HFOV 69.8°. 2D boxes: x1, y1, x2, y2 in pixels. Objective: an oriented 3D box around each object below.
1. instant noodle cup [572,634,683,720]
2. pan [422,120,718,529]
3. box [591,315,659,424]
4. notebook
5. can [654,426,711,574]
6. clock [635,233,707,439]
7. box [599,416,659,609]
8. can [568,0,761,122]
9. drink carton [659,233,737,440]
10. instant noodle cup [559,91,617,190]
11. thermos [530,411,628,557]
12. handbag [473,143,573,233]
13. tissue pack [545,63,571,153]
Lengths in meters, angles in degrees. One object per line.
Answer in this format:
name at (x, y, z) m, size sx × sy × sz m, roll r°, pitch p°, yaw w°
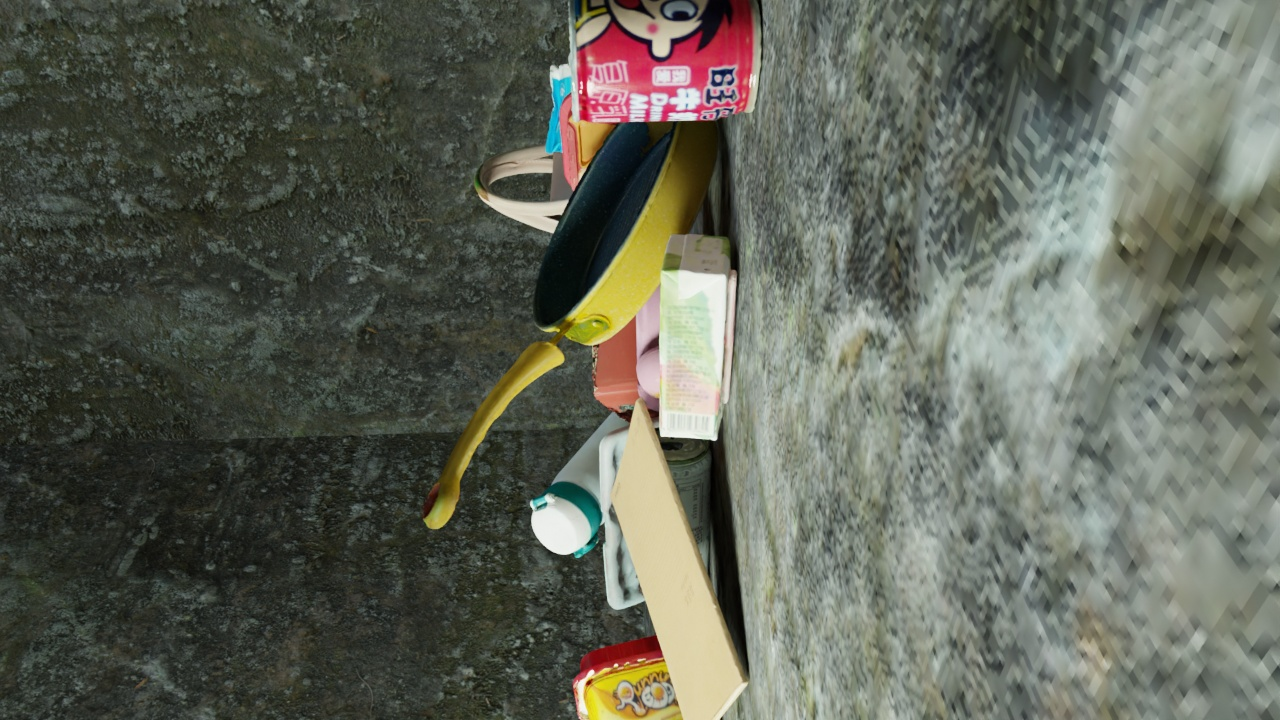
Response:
instant noodle cup at (0.013, 0.298, 0.732) m, size 0.116 × 0.116 × 0.123 m, roll 89°, pitch 167°, yaw -50°
pan at (-0.050, -0.042, 0.627) m, size 0.198 × 0.078 × 0.356 m, roll -29°, pitch 39°, yaw 57°
box at (-0.005, 0.005, 0.846) m, size 0.168 × 0.077 × 0.091 m, roll 50°, pitch -143°, yaw -72°
notebook at (0.021, 0.152, 0.663) m, size 0.150 × 0.012 × 0.211 m, roll 104°, pitch 151°, yaw -53°
can at (0.028, 0.129, 0.752) m, size 0.058 × 0.058 × 0.147 m, roll -95°, pitch 3°, yaw -62°
clock at (0.025, -0.019, 0.699) m, size 0.117 × 0.060 × 0.158 m, roll 93°, pitch 174°, yaw -79°
box at (0.007, 0.152, 0.852) m, size 0.095 × 0.098 × 0.202 m, roll -93°, pitch 2°, yaw -64°
can at (0.011, -0.156, 0.469) m, size 0.066 × 0.094 × 0.066 m, roll 174°, pitch 95°, yaw -88°
drink carton at (0.036, -0.013, 0.577) m, size 0.053 × 0.045 × 0.123 m, roll -75°, pitch -12°, yaw -57°
instant noodle cup at (-0.004, -0.214, 0.816) m, size 0.116 × 0.117 × 0.124 m, roll 90°, pitch -171°, yaw -52°
thermos at (-0.030, 0.106, 0.920) m, size 0.223 × 0.073 × 0.073 m, roll -48°, pitch -34°, yaw -48°
handbag at (-0.081, -0.215, 1.099) m, size 0.193 × 0.234 × 0.093 m, roll -94°, pitch 1°, yaw -51°
tissue pack at (-0.027, -0.255, 0.951) m, size 0.063 × 0.140 × 0.090 m, roll -141°, pitch 54°, yaw -77°
